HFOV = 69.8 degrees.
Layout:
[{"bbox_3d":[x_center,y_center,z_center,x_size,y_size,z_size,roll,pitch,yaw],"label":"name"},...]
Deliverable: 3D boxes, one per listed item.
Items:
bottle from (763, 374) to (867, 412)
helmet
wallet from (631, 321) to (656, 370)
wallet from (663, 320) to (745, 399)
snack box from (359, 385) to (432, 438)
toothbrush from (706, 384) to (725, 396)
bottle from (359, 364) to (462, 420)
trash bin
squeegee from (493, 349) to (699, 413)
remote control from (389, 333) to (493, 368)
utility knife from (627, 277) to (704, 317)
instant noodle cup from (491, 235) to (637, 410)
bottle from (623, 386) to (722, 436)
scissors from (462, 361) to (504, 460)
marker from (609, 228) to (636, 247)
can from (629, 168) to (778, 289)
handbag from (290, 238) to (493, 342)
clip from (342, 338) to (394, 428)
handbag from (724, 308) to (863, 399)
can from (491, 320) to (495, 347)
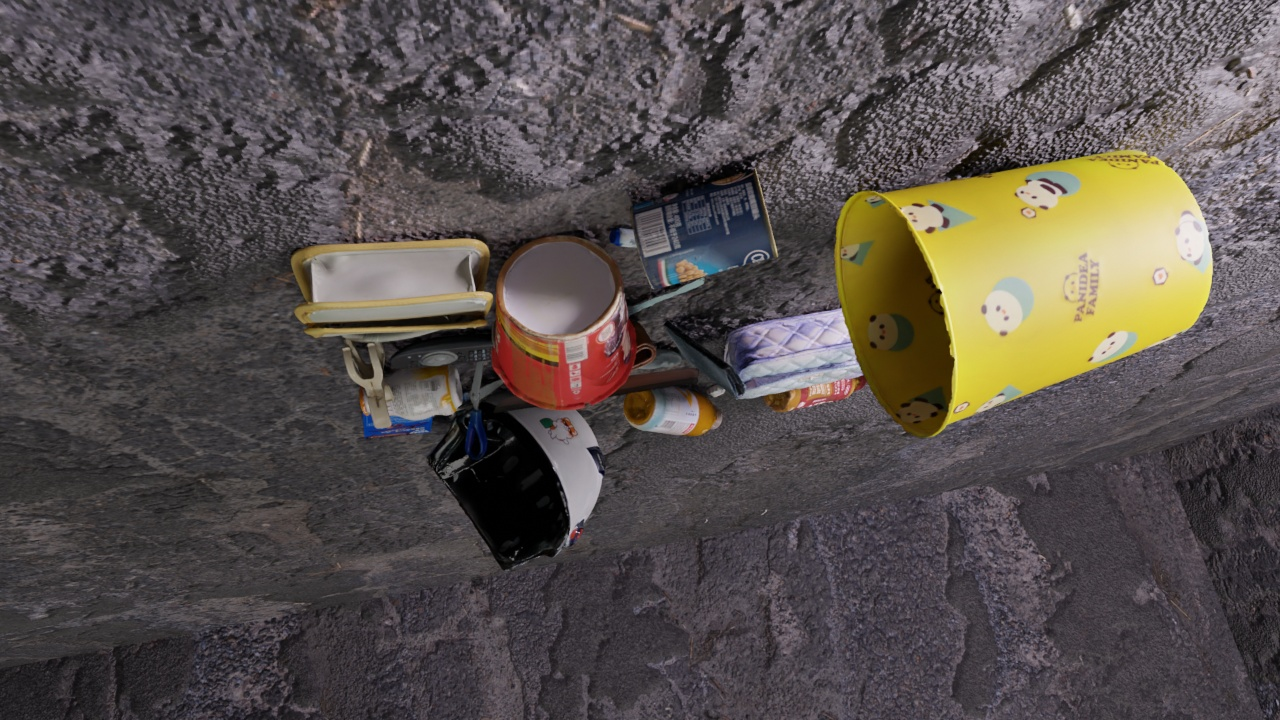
[{"bbox_3d":[0.255,0.034,1.318,0.174,0.057,0.058,-9,164,-37],"label":"bottle"},{"bbox_3d":[-0.139,0.134,1.192,0.156,0.230,0.275,-32,169,-42],"label":"helmet"},{"bbox_3d":[-0.045,-0.001,0.977,0.119,0.035,0.130,-19,-166,-2],"label":"wallet"},{"bbox_3d":[0.077,0.000,1.092,0.019,0.097,0.121,-51,158,-5],"label":"wallet"},{"bbox_3d":[-0.298,0.060,1.127,0.084,0.026,0.157,-5,161,-17],"label":"snack box"},{"bbox_3d":[0.164,0.017,1.299,0.016,0.016,0.181,15,149,-42],"label":"toothbrush"},{"bbox_3d":[-0.257,0.036,1.027,0.108,0.063,0.063,-9,162,-3],"label":"bottle"},{"bbox_3d":[0.343,-0.074,0.841,0.255,0.229,0.230,-16,162,-6],"label":"trash bin"},{"bbox_3d":[-0.006,0.006,1.068,0.248,0.040,0.249,-10,-177,26],"label":"squeegee"},{"bbox_3d":[-0.199,-0.012,0.981,0.136,0.024,0.053,-6,162,-13],"label":"remote control"},{"bbox_3d":[-0.034,-0.045,0.996,0.239,0.018,0.034,-22,159,24],"label":"utility knife"},{"bbox_3d":[-0.068,-0.038,0.826,0.138,0.137,0.109,-9,153,-7],"label":"instant noodle cup"},{"bbox_3d":[0.053,0.073,1.312,0.068,0.068,0.189,-24,158,32],"label":"bottle"},{"bbox_3d":[-0.196,0.053,1.077,0.012,0.164,0.163,-24,-159,-39],"label":"scissors"},{"bbox_3d":[0.035,-0.108,0.852,0.145,0.017,0.017,2,157,-34],"label":"marker"},{"bbox_3d":[0.052,-0.109,0.768,0.111,0.075,0.075,-14,161,9],"label":"can"},{"bbox_3d":[-0.218,-0.044,0.824,0.163,0.063,0.179,-4,164,-13],"label":"handbag"},{"bbox_3d":[-0.278,0.020,0.950,0.034,0.071,0.100,-9,128,-5],"label":"clip"},{"bbox_3d":[0.205,-0.006,1.161,0.194,0.075,0.134,-10,162,-1],"label":"handbag"},{"bbox_3d":[-0.097,-0.026,0.934,0.094,0.066,0.066,-17,161,14],"label":"can"}]
